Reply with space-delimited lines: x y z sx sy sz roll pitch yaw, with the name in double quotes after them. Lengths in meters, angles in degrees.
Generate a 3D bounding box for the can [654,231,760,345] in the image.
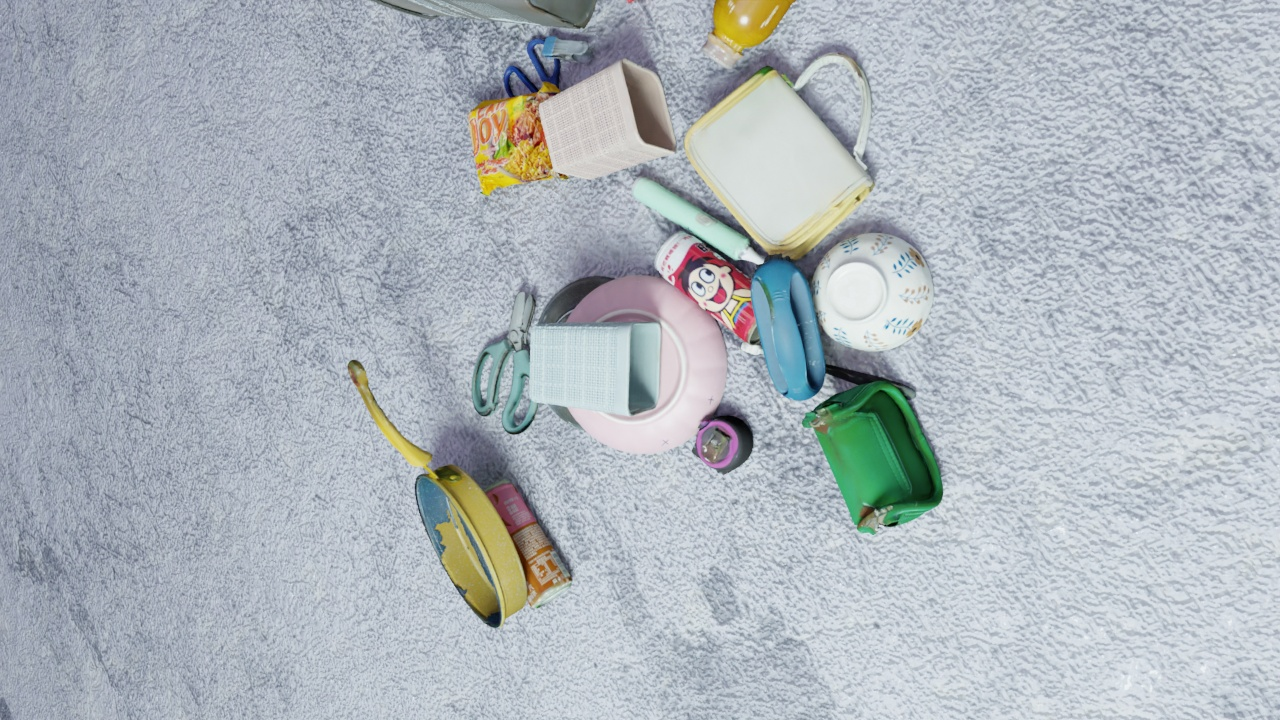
0.078 -0.075 0.930 0.133 0.053 0.053 40 112 21 "can"

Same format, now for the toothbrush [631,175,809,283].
0.080 -0.128 0.940 0.224 0.027 0.026 36 69 23 "toothbrush"

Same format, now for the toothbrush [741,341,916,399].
0.181 0.008 0.900 0.181 0.018 0.016 18 107 26 "toothbrush"

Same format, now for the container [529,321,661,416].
-0.047 0.005 0.918 0.112 0.090 0.090 3 94 20 "container"

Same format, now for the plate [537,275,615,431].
-0.054 -0.005 1.030 0.180 0.024 0.179 3 96 30 "plate"

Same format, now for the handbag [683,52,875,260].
0.153 -0.204 0.882 0.179 0.063 0.163 -40 74 11 "handbag"

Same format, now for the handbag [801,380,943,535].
0.209 0.088 0.831 0.068 0.120 0.131 -29 81 34 "handbag"

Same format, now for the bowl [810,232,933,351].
0.209 -0.063 0.852 0.114 0.062 0.113 3 97 29 "bowl"

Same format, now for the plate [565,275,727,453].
-0.006 0.006 0.971 0.193 0.039 0.192 1 94 18 "plate"

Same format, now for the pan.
-0.232 0.149 1.030 0.198 0.078 0.358 16 126 53 "pan"

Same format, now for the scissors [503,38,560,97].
-0.089 -0.292 1.035 0.173 0.012 0.133 27 107 24 "scissors"

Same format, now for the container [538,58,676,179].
-0.036 -0.245 0.960 0.111 0.090 0.090 -16 87 28 "container"

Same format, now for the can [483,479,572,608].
-0.140 0.215 1.078 0.058 0.057 0.147 -42 73 26 "can"

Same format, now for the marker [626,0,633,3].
0.045 -0.408 0.944 0.145 0.017 0.017 -17 85 30 "marker"

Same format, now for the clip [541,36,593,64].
-0.080 -0.344 1.016 0.057 0.032 0.025 14 79 21 "clip"

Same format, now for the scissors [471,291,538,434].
-0.162 -0.006 1.089 0.143 0.019 0.180 14 102 39 "scissors"

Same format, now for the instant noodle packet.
-0.141 -0.250 1.043 0.129 0.044 0.111 -2 98 36 "instant noodle packet"

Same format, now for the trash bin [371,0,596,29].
-0.165 -0.454 0.970 0.220 0.198 0.199 20 105 20 "trash bin"

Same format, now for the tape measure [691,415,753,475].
0.085 0.086 0.947 0.057 0.039 0.058 37 111 23 "tape measure"

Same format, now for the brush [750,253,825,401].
0.137 -0.025 0.850 0.055 0.073 0.144 -11 113 13 "brush"

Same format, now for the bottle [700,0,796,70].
0.125 -0.368 0.871 0.068 0.067 0.190 44 113 20 "bottle"
